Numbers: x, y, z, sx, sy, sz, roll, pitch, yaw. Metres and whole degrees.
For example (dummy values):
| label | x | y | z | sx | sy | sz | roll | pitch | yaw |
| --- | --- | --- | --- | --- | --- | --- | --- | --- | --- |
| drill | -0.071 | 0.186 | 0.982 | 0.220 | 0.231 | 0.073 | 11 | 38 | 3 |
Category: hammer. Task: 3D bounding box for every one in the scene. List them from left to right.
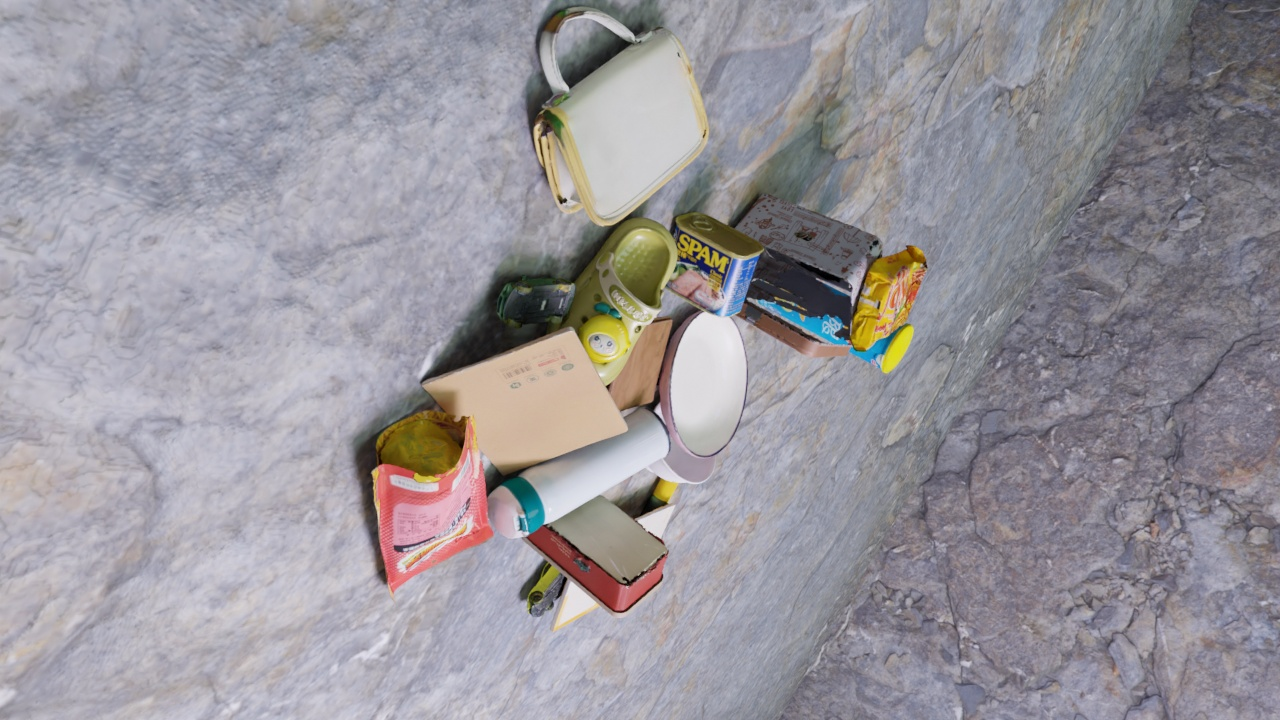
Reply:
| label | x | y | z | sx | sy | sz | roll | pitch | yaw |
| --- | --- | --- | --- | --- | --- | --- | --- | --- | --- |
| hammer | 0.028 | 0.200 | 1.324 | 0.128 | 0.033 | 0.301 | 11 | 108 | -60 |

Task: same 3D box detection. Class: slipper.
| label | x | y | z | sx | sy | sz | roll | pitch | yaw |
| --- | --- | --- | --- | --- | --- | --- | --- | --- | --- |
| slipper | -0.023 | -0.062 | 0.915 | 0.190 | 0.091 | 0.082 | -60 | -167 | -11 |

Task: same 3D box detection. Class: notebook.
| label | x | y | z | sx | sy | sz | roll | pitch | yaw |
| --- | --- | --- | --- | --- | --- | --- | --- | --- | --- |
| notebook | -0.105 | 0.047 | 0.906 | 0.148 | 0.008 | 0.208 | -20 | 147 | 3 |
| notebook | -0.035 | 0.278 | 1.254 | 0.205 | 0.010 | 0.146 | -11 | 127 | -54 |

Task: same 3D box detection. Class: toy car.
| label | x | y | z | sx | sy | sz | roll | pitch | yaw |
| --- | --- | --- | --- | --- | --- | --- | --- | --- | --- |
| toy car | -0.100 | -0.058 | 0.865 | 0.091 | 0.036 | 0.043 | -13 | 129 | -54 |
| toy car | -0.112 | 0.282 | 1.181 | 0.105 | 0.032 | 0.048 | -52 | 152 | -15 |

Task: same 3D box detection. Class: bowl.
| label | x | y | z | sx | sy | sz | roll | pitch | yaw |
| --- | --- | --- | --- | --- | --- | --- | --- | --- | --- |
| bowl | 0.036 | 0.115 | 1.206 | 0.065 | 0.118 | 0.118 | -30 | 171 | 37 |

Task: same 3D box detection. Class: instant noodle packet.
| label | x | y | z | sx | sy | sz | roll | pitch | yaw |
| --- | --- | --- | --- | --- | --- | --- | --- | --- | --- |
| instant noodle packet | 0.298 | -0.075 | 1.103 | 0.128 | 0.044 | 0.111 | -25 | 131 | -49 |

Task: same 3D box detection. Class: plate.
| label | x | y | z | sx | sy | sz | roll | pitch | yaw |
| --- | --- | --- | --- | --- | --- | --- | --- | --- | --- |
| plate | 0.076 | 0.028 | 1.179 | 0.192 | 0.039 | 0.192 | -8 | 100 | -54 |

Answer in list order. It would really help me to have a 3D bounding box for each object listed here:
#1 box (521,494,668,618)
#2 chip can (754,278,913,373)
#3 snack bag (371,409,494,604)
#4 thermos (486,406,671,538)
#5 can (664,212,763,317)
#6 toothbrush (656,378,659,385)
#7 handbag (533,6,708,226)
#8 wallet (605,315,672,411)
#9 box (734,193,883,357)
| label | x | y | z | sx | sy | sz | roll | pitch | yaw |
| --- | --- | --- | --- | --- | --- | --- | --- | --- | --- |
| box | -0.053 | 0.202 | 1.054 | 0.091 | 0.168 | 0.078 | -32 | 145 | -40 |
| chip can | 0.260 | -0.062 | 1.247 | 0.071 | 0.210 | 0.071 | -39 | 146 | -33 |
| snack bag | -0.199 | 0.142 | 0.882 | 0.128 | 0.073 | 0.208 | -33 | 148 | -31 |
| thermos | -0.070 | 0.126 | 1.032 | 0.223 | 0.073 | 0.073 | -26 | 139 | -34 |
| can | 0.078 | -0.107 | 1.032 | 0.057 | 0.102 | 0.083 | -25 | 139 | -47 |
| toothbrush | 0.041 | 0.024 | 1.194 | 0.189 | 0.014 | 0.016 | -3 | 119 | -56 |
| handbag | -0.028 | -0.229 | 0.803 | 0.163 | 0.063 | 0.179 | -43 | 134 | -26 |
| wallet | -0.006 | 0.006 | 1.063 | 0.101 | 0.020 | 0.115 | -16 | 128 | -54 |
| box | 0.179 | -0.080 | 1.139 | 0.166 | 0.182 | 0.150 | -50 | 150 | -22 |
